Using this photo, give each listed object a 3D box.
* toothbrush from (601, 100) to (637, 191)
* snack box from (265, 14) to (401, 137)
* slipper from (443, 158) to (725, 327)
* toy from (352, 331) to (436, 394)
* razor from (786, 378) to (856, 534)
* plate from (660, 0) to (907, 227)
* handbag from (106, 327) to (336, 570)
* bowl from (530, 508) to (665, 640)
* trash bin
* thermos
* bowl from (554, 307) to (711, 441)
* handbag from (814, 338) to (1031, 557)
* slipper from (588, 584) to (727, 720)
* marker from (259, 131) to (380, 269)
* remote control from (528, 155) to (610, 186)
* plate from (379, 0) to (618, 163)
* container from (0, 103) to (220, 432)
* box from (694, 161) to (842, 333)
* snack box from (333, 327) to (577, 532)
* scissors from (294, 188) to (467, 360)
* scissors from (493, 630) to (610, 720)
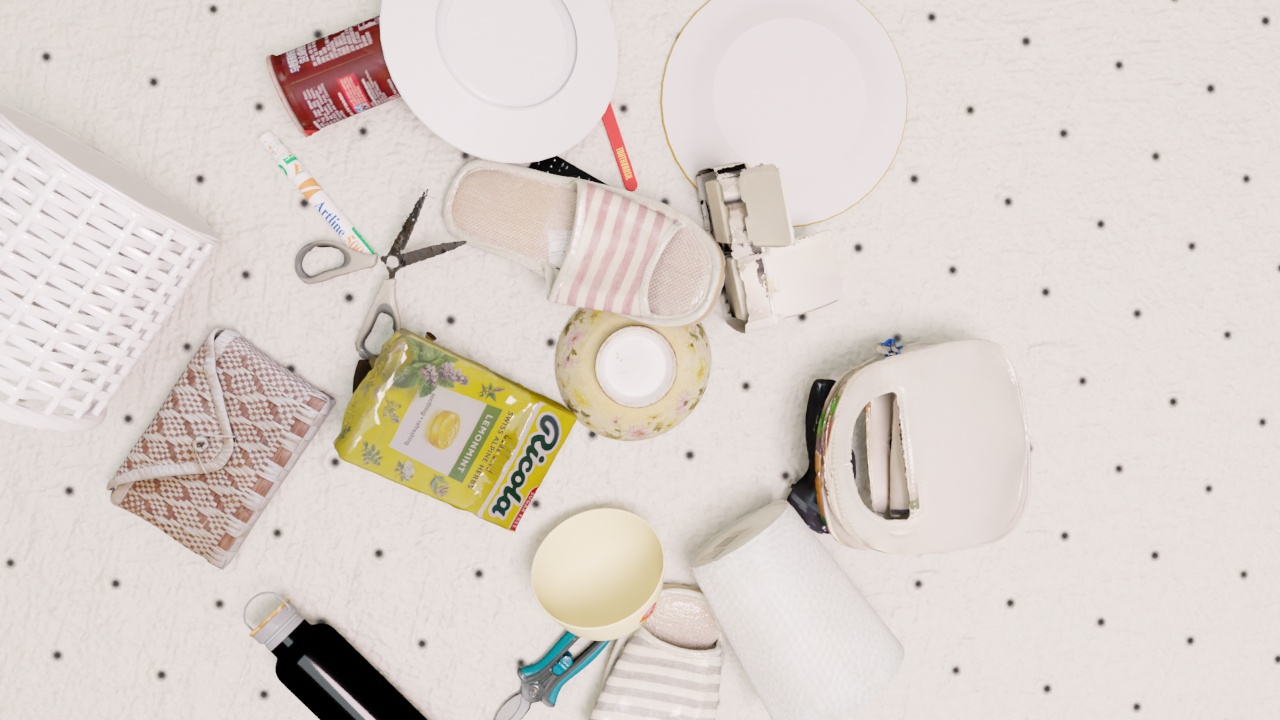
[{"bbox_3d":[-0.040,-0.255,0.827,0.012,0.018,0.212,-19,94,-3],"label":"toothbrush"},{"bbox_3d":[-0.247,-0.248,0.788,0.121,0.072,0.072,-23,94,-3],"label":"snack box"},{"bbox_3d":[-0.056,-0.103,0.783,0.263,0.052,0.115,22,91,14],"label":"slipper"},{"bbox_3d":[-0.213,0.016,0.803,0.076,0.062,0.100,43,108,12],"label":"toy"},{"bbox_3d":[0.164,0.087,0.843,0.064,0.053,0.140,-3,88,21],"label":"razor"},{"bbox_3d":[0.134,-0.237,0.837,0.230,0.021,0.230,0,93,-4],"label":"plate"},{"bbox_3d":[-0.370,0.078,0.807,0.124,0.047,0.186,34,90,-5],"label":"handbag"},{"bbox_3d":[-0.031,0.201,0.815,0.118,0.118,0.074,-18,136,-3],"label":"bowl"},{"bbox_3d":[0.130,0.219,0.809,0.133,0.133,0.161,-33,89,-2],"label":"trash bin"},{"bbox_3d":[-0.263,0.293,0.816,0.061,0.061,0.231,-44,94,-1],"label":"thermos"},{"bbox_3d":[-0.005,0.005,0.818,0.145,0.063,0.145,0,94,-3],"label":"bowl"},{"bbox_3d":[0.236,0.080,0.814,0.199,0.093,0.200,-7,93,-21],"label":"handbag"},{"bbox_3d":[0.008,0.340,0.843,0.114,0.054,0.272,18,92,1],"label":"slipper"},{"bbox_3d":[-0.285,-0.143,0.817,0.017,0.017,0.145,-40,94,-1],"label":"marker"},{"bbox_3d":[-0.037,-0.147,0.836,0.140,0.009,0.030,29,90,-4],"label":"remote control"},{"bbox_3d":[-0.113,-0.273,0.780,0.208,0.015,0.208,1,89,-23],"label":"plate"},{"bbox_3d":[-0.468,-0.071,0.723,0.189,0.189,0.187,34,89,-4],"label":"container"},{"bbox_3d":[0.120,-0.099,0.759,0.099,0.184,0.143,-14,102,-4],"label":"box"},{"bbox_3d":[-0.157,0.061,0.787,0.180,0.045,0.121,30,90,-31],"label":"snack box"},{"bbox_3d":[-0.232,-0.076,0.808,0.157,0.012,0.171,12,105,7],"label":"scissors"},{"bbox_3d":[-0.085,0.284,0.849,0.136,0.019,0.139,-4,94,-1],"label":"scissors"}]
